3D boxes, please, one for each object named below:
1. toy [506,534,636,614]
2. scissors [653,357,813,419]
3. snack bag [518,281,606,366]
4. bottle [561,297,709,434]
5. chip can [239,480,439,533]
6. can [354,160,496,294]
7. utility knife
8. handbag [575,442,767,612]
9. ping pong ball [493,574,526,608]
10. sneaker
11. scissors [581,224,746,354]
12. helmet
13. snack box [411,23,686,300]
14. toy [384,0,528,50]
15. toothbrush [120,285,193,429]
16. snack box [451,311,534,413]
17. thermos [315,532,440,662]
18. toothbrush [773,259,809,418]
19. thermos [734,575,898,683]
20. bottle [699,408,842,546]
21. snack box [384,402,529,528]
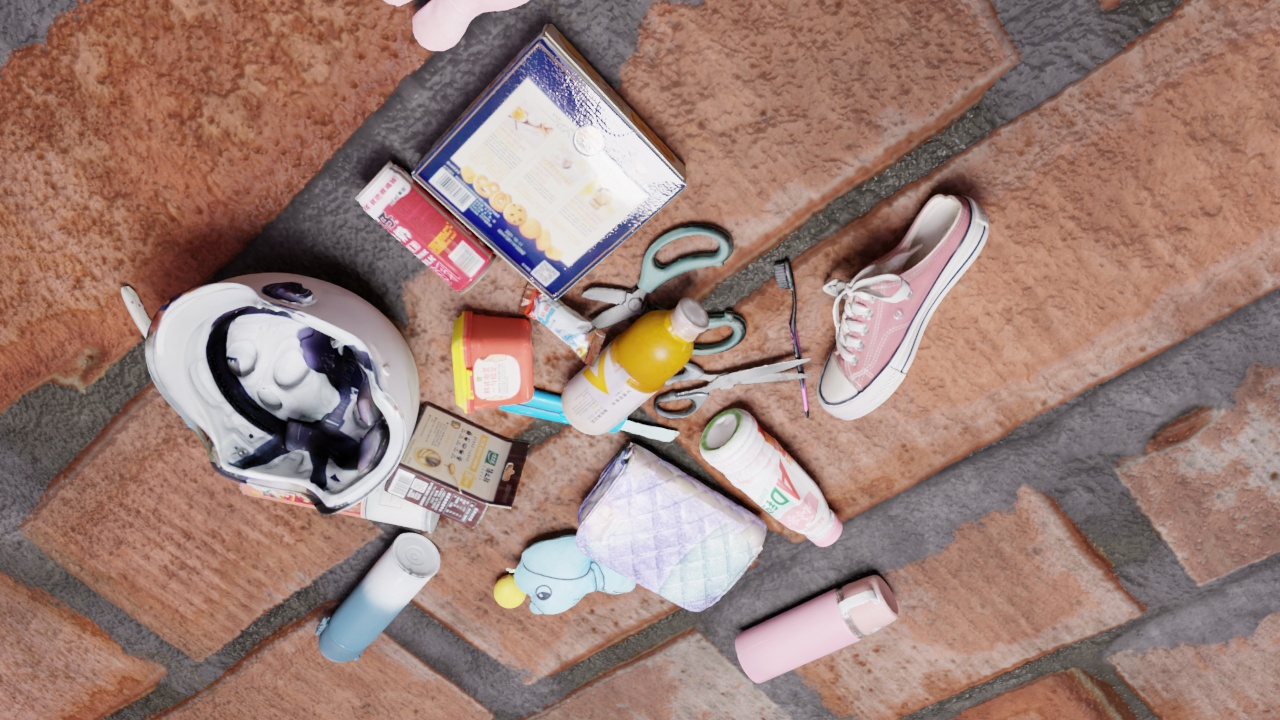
[{"bbox_3d":[-0.080,0.250,1.101,0.156,0.049,0.162,17,114,-5],"label":"toy"},{"bbox_3d":[0.090,0.026,0.962,0.170,0.014,0.151,23,123,-7],"label":"scissors"},{"bbox_3d":[-0.078,-0.038,0.911,0.104,0.026,0.048,41,128,24],"label":"snack bag"},{"bbox_3d":[-0.005,0.005,0.913,0.068,0.067,0.190,36,129,-17],"label":"bottle"},{"bbox_3d":[-0.335,0.140,1.041,0.214,0.071,0.071,11,122,-2],"label":"chip can"},{"bbox_3d":[-0.203,-0.126,0.872,0.053,0.053,0.132,-38,112,24],"label":"can"},{"bbox_3d":[-0.058,0.060,0.998,0.204,0.018,0.034,13,122,-5],"label":"utility knife"},{"bbox_3d":[0.029,0.188,1.036,0.194,0.075,0.134,33,109,-16],"label":"handbag"},{"bbox_3d":[-0.161,0.286,1.135,0.040,0.040,0.040,2,122,3],"label":"ping pong ball"},{"bbox_3d":[0.221,-0.053,0.853,0.087,0.118,0.242,16,118,-26],"label":"sneaker"},{"bbox_3d":[0.035,-0.051,0.920,0.175,0.019,0.176,-29,116,19],"label":"scissors"},{"bbox_3d":[-0.333,0.010,0.915,0.258,0.145,0.230,25,119,1],"label":"helmet"},{"bbox_3d":[-0.082,-0.173,0.837,0.183,0.045,0.178,-38,112,24],"label":"snack box"},{"bbox_3d":[-0.141,-0.330,0.738,0.160,0.054,0.121,-33,107,22],"label":"toy"},{"bbox_3d":[-0.523,0.001,1.003,0.017,0.016,0.188,-1,123,17],"label":"toothbrush"},{"bbox_3d":[-0.149,0.002,0.935,0.080,0.082,0.091,-1,123,-7],"label":"snack box"},{"bbox_3d":[-0.333,0.301,1.145,0.070,0.070,0.221,35,118,-16],"label":"thermos"},{"bbox_3d":[0.156,-0.018,0.934,0.018,0.014,0.189,-3,123,18],"label":"toothbrush"},{"bbox_3d":[0.208,0.322,1.105,0.199,0.067,0.087,-32,150,24],"label":"thermos"},{"bbox_3d":[0.148,0.135,1.001,0.068,0.068,0.197,-35,117,23],"label":"bottle"},{"bbox_3d":[-0.194,0.113,0.986,0.125,0.113,0.053,27,121,-11],"label":"snack box"}]
